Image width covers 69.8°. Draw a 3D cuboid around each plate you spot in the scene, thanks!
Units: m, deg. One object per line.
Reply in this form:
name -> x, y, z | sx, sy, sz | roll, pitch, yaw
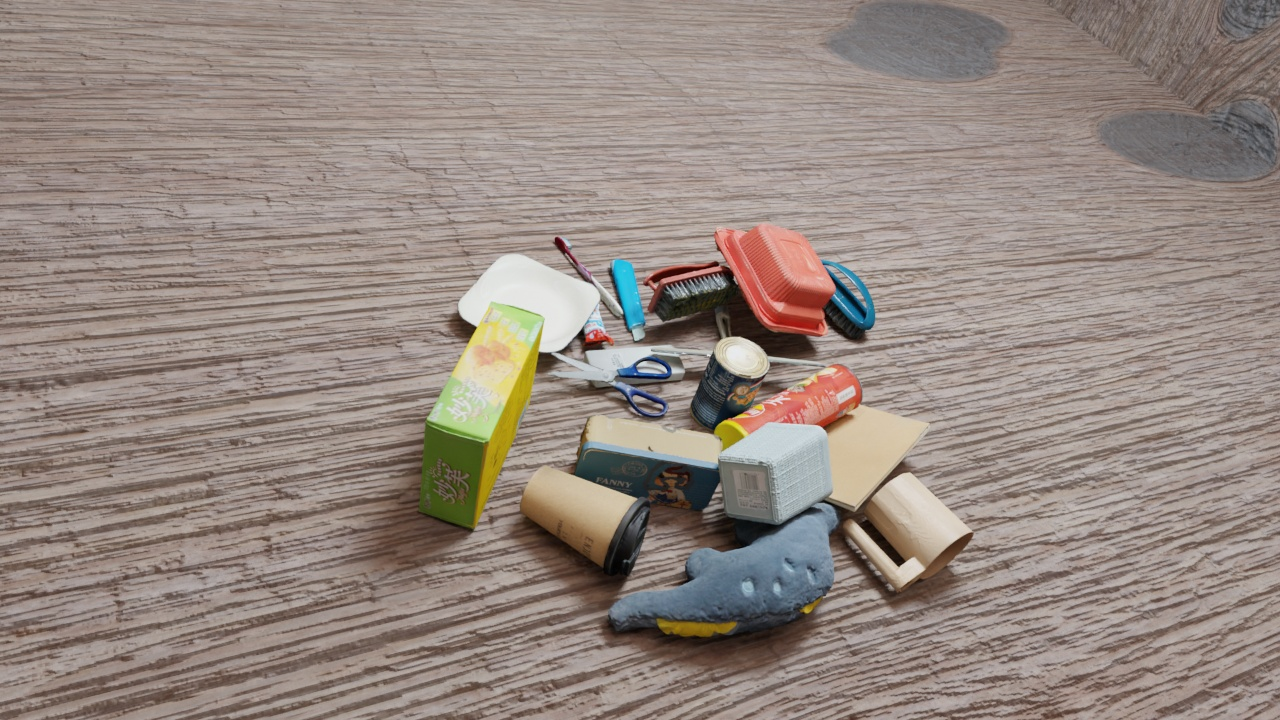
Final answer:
plate -> -0.153, -0.071, 1.261 | 0.164, 0.034, 0.163 | 24, 46, 9

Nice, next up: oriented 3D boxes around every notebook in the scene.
notebook -> 0.263, 0.114, 1.198 | 0.150, 0.012, 0.210 | 18, 36, 36

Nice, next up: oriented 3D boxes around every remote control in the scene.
remote control -> -0.007, 0.007, 1.248 | 0.135, 0.019, 0.056 | -5, 47, -24

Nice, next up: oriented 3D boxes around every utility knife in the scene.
utility knife -> -0.016, -0.090, 1.348 | 0.034, 0.018, 0.166 | -3, 48, -12

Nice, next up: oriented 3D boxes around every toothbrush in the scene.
toothbrush -> -0.076, -0.128, 1.369 | 0.017, 0.016, 0.187 | -9, 48, -41

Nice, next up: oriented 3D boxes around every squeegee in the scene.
squeegee -> 0.123, -0.064, 1.356 | 0.246, 0.039, 0.246 | 5, 38, -9

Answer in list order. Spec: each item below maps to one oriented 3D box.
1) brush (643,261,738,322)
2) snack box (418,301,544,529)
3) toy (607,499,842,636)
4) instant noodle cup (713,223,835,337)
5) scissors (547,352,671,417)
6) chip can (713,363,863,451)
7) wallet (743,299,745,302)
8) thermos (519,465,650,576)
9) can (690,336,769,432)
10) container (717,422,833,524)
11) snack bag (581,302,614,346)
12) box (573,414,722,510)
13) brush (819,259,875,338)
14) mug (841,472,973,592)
brush -> 0.075, -0.108, 1.314 | 0.145, 0.063, 0.069 | -17, 59, -34
snack box -> -0.177, 0.058, 1.031 | 0.070, 0.158, 0.209 | 17, 42, 1
toy -> 0.136, 0.234, 1.021 | 0.355, 0.091, 0.138 | -20, 27, -36
instant noodle cup -> 0.204, -0.128, 1.333 | 0.164, 0.079, 0.188 | 3, 52, -46
scissors -> -0.033, 0.016, 1.204 | 0.169, 0.012, 0.146 | 42, 59, 2
chip can -> 0.196, 0.073, 1.199 | 0.216, 0.073, 0.073 | -25, 58, -31
wallet -> 0.217, -0.121, 1.463 | 0.096, 0.020, 0.122 | 13, 43, 1
thermos -> -0.057, 0.173, 1.011 | 0.143, 0.093, 0.092 | 23, 42, 16
can -> 0.116, 0.032, 1.197 | 0.075, 0.111, 0.075 | 10, 43, -10
container -> 0.153, 0.132, 1.058 | 0.090, 0.090, 0.111 | 1, 15, 41
snack bag -> -0.068, -0.053, 1.284 | 0.045, 0.026, 0.105 | -11, 46, -11
box -> 0.003, 0.120, 1.084 | 0.184, 0.090, 0.059 | 8, 44, -8
brush -> 0.313, -0.104, 1.429 | 0.055, 0.074, 0.144 | -18, 63, -46
mug -> 0.321, 0.209, 1.114 | 0.124, 0.084, 0.103 | -27, 56, -21
